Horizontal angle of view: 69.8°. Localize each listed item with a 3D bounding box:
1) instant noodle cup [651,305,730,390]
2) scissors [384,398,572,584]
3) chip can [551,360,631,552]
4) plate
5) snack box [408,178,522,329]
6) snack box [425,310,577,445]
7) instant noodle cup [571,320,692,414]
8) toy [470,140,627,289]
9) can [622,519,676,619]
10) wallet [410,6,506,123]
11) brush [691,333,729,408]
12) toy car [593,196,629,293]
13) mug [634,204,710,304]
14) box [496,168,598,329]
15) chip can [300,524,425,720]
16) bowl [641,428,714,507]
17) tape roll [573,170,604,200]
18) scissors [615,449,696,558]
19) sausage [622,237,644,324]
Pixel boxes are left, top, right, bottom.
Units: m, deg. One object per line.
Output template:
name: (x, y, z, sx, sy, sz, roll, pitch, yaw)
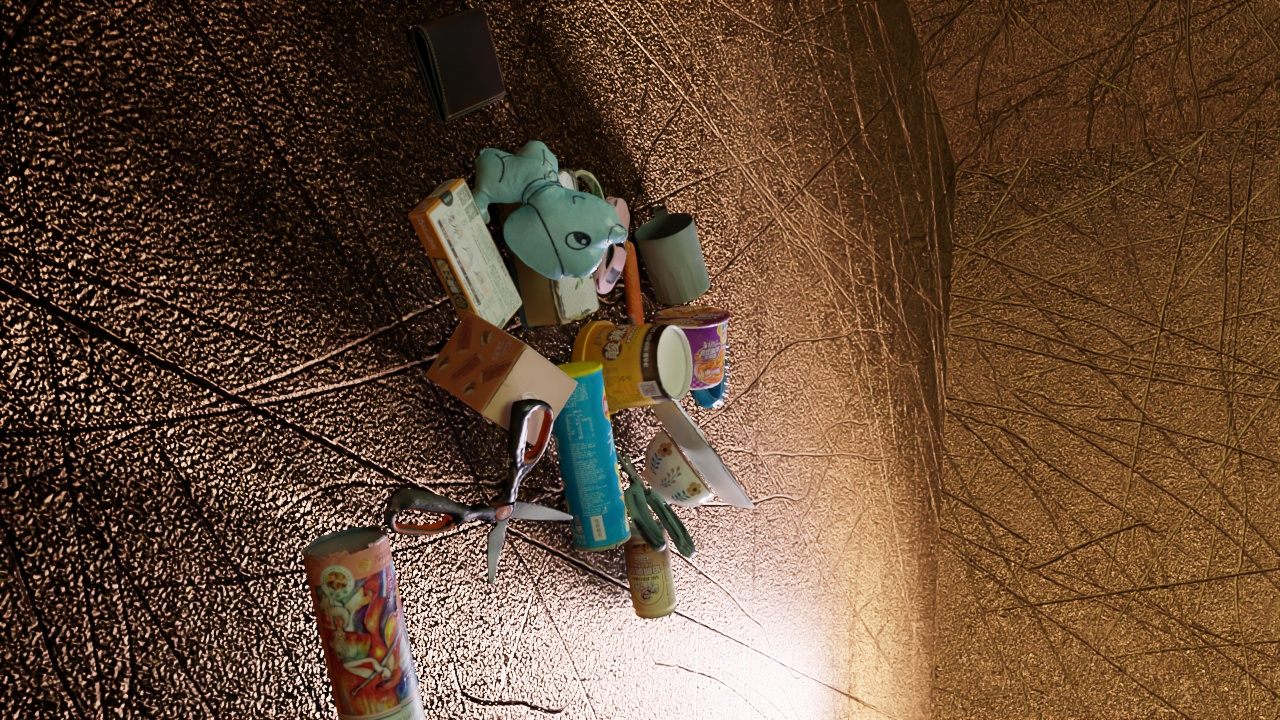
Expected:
instant noodle cup: (0.074, -0.017, 1.288, 0.111, 0.112, 0.099, -34, 123, -57)
scissors: (-0.141, 0.135, 0.879, 0.220, 0.022, 0.234, -4, 123, -40)
chip can: (-0.062, 0.109, 1.059, 0.071, 0.071, 0.210, -28, 112, -59)
plate: (0.078, 0.120, 1.279, 0.162, 0.034, 0.266, 55, 2, 43)
snack box: (-0.174, -0.099, 0.928, 0.075, 0.026, 0.154, -59, 136, -46)
snack box: (-0.134, 0.018, 0.892, 0.077, 0.094, 0.092, -57, 142, -7)
instant noodle cup: (-0.007, 0.007, 1.125, 0.118, 0.115, 0.118, 10, 78, -59)
toy: (-0.097, -0.148, 0.946, 0.049, 0.161, 0.156, -79, 160, -78)
can: (0.012, 0.268, 1.183, 0.058, 0.059, 0.116, -22, 105, -60)
wallet: (-0.183, -0.306, 0.945, 0.122, 0.020, 0.096, -50, 134, -53)
brush: (0.099, -0.001, 1.376, 0.073, 0.055, 0.143, 18, 71, -61)
toy car: (-0.037, -0.143, 1.146, 0.056, 0.037, 0.122, 19, 84, -69)
mug: (0.046, -0.151, 1.288, 0.123, 0.084, 0.103, -93, 165, -61)
box: (-0.101, -0.119, 1.028, 0.089, 0.062, 0.184, -24, 110, -59)
chip can: (-0.222, 0.248, 0.754, 0.071, 0.071, 0.215, -23, 106, -60)
bowl: (0.042, 0.154, 1.229, 0.113, 0.062, 0.113, 53, 1, -2)
tape roll: (-0.070, -0.192, 1.138, 0.085, 0.014, 0.085, 11, 78, -60)
scissors: (0.004, 0.176, 1.131, 0.176, 0.019, 0.172, 54, 14, 9)
sausage: (-0.009, -0.084, 1.226, 0.021, 0.021, 0.165, -16, 101, -60)
